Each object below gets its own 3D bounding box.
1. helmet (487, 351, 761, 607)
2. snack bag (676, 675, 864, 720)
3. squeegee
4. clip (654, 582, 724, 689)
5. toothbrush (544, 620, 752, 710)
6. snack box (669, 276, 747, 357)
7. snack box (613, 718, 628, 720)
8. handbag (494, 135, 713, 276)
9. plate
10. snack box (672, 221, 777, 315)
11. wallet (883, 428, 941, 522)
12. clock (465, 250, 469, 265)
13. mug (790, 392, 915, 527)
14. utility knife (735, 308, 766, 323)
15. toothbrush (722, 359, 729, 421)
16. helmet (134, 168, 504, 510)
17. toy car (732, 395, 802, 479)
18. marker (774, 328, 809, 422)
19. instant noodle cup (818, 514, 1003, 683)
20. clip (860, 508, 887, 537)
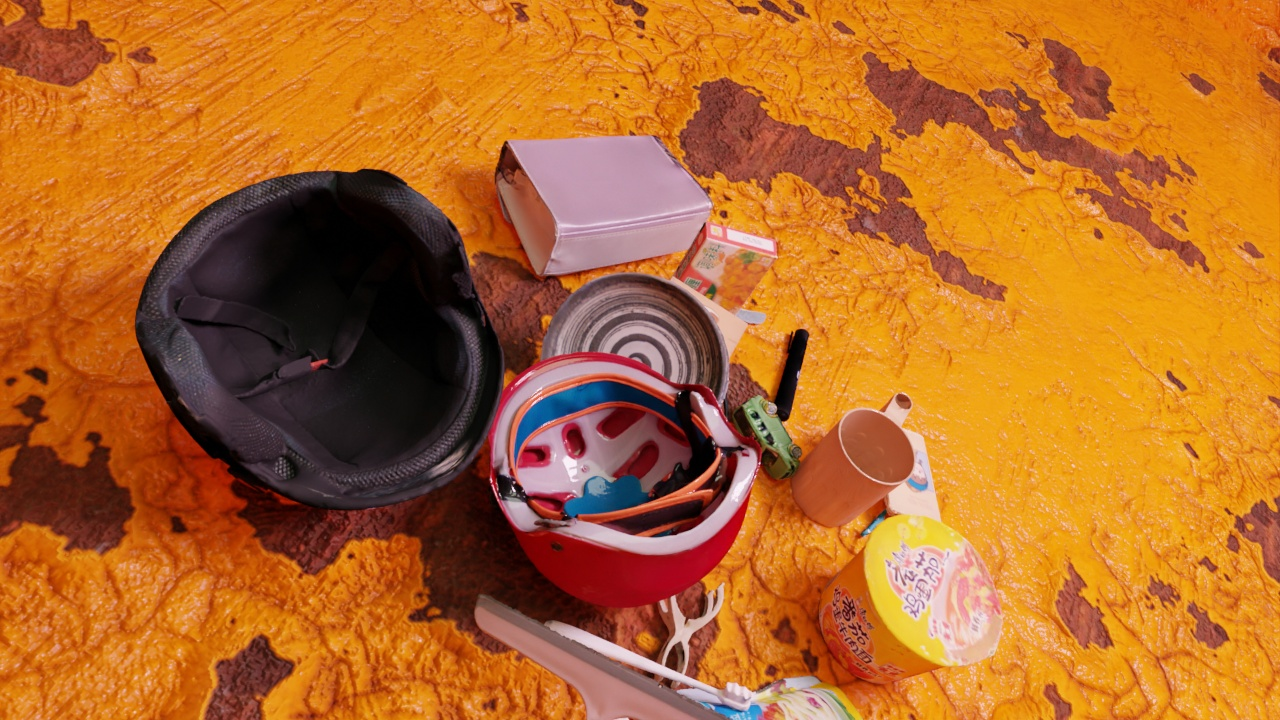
[{"bbox_3d":[-0.021,0.110,0.782,0.206,0.144,0.240,-22,42,-23],"label":"helmet"},{"bbox_3d":[0.095,0.307,0.744,0.190,0.039,0.110,3,36,-25],"label":"snack bag"},{"bbox_3d":[-0.070,0.328,0.642,0.248,0.040,0.249,21,67,20],"label":"squeegee"},{"bbox_3d":[0.048,0.230,0.797,0.092,0.035,0.103,4,59,-20],"label":"clip"},{"bbox_3d":[0.005,0.246,0.752,0.180,0.016,0.016,19,24,7],"label":"toothbrush"},{"bbox_3d":[0.039,-0.012,0.928,0.093,0.095,0.076,33,49,1],"label":"snack box"},{"bbox_3d":[-0.012,0.351,0.685,0.084,0.027,0.156,-20,66,-33],"label":"snack box"},{"bbox_3d":[-0.044,-0.177,1.009,0.196,0.099,0.145,-13,64,-30],"label":"handbag"},{"bbox_3d":[-0.005,0.005,0.867,0.179,0.180,0.024,35,14,2],"label":"plate"},{"bbox_3d":[0.071,-0.075,0.948,0.077,0.156,0.027,13,52,-16],"label":"snack box"},{"bbox_3d":[0.281,0.121,0.980,0.087,0.024,0.115,25,48,-29],"label":"wallet"},{"bbox_3d":[-0.243,-0.100,0.889,0.158,0.060,0.117,-7,58,-26],"label":"clock"},{"bbox_3d":[0.218,0.097,0.923,0.084,0.104,0.124,38,50,5],"label":"mug"},{"bbox_3d":[0.045,-0.063,1.021,0.216,0.013,0.029,8,57,-20],"label":"utility knife"},{"bbox_3d":[0.088,0.014,0.980,0.018,0.014,0.188,11,55,-6],"label":"toothbrush"},{"bbox_3d":[-0.238,-0.008,0.714,0.233,0.231,0.274,-42,92,-20],"label":"helmet"},{"bbox_3d":[0.128,0.080,0.936,0.036,0.043,0.091,-15,62,-35],"label":"toy car"},{"bbox_3d":[0.166,0.014,1.017,0.022,0.020,0.131,15,49,8],"label":"marker"},{"bbox_3d":[0.235,0.225,0.834,0.138,0.110,0.137,12,52,-16],"label":"instant noodle cup"},{"bbox_3d":[0.247,0.171,0.943,0.056,0.014,0.043,-27,72,-39],"label":"clip"}]
